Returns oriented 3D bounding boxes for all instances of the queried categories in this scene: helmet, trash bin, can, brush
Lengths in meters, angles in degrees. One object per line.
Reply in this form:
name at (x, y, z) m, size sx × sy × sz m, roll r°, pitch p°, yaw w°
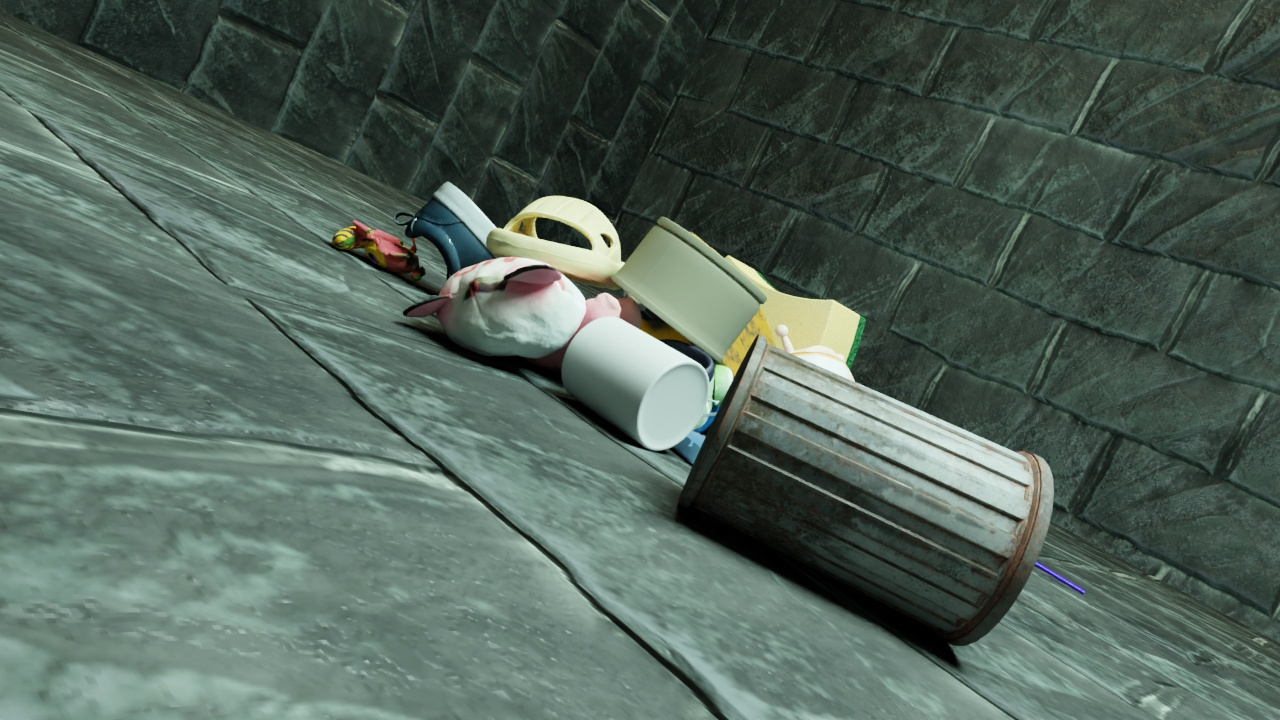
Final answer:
helmet at (0.064, -0.022, 1.097) m, size 0.255 × 0.132 × 0.205 m, roll 40°, pitch 33°, yaw -46°
trash bin at (0.145, 0.083, 0.585) m, size 0.211 × 0.131 × 0.130 m, roll 25°, pitch 5°, yaw 3°
can at (0.045, -0.065, 0.841) m, size 0.128 × 0.073 × 0.127 m, roll 37°, pitch 3°, yaw -3°
brush at (0.166, -0.016, 1.267) m, size 0.075 × 0.195 × 0.250 m, roll 22°, pitch 7°, yaw -40°

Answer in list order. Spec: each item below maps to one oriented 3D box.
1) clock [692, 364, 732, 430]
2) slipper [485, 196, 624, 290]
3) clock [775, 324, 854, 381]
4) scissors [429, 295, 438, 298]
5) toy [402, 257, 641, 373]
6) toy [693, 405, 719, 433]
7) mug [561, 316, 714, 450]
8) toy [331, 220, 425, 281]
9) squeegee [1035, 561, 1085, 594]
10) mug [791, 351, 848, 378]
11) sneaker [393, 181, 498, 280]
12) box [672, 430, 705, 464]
clock at (0.034, 0.027, 0.849) m, size 0.119 × 0.043 × 0.094 m, roll 17°, pitch 32°, yaw 30°
slipper at (-0.063, -0.118, 0.908) m, size 0.111 × 0.079 × 0.261 m, roll 16°, pitch 2°, yaw 11°
clock at (0.185, 0.056, 1.031) m, size 0.086 × 0.160 × 0.131 m, roll -23°, pitch -31°, yaw 38°
scissors at (-0.149, -0.037, 0.919) m, size 0.149 × 0.019 × 0.131 m, roll 25°, pitch 6°, yaw -2°
toy at (-0.092, -0.037, 0.798) m, size 0.142 × 0.084 × 0.213 m, roll -2°, pitch -11°, yaw 22°
toy at (0.076, 0.048, 0.937) m, size 0.113 × 0.071 × 0.176 m, roll 38°, pitch 6°, yaw 3°
mug at (0.008, 0.012, 0.760) m, size 0.111 × 0.079 × 0.097 m, roll -23°, pitch 38°, yaw -34°
toy at (-0.279, -0.122, 0.992) m, size 0.103 × 0.046 × 0.084 m, roll 21°, pitch 20°, yaw -10°
squeegee at (0.273, 0.153, 0.838) m, size 0.250 × 0.055 × 0.184 m, roll 32°, pitch 23°, yaw 30°
mug at (0.165, 0.055, 0.908) m, size 0.082 × 0.105 × 0.082 m, roll 3°, pitch -25°, yaw 1°
sneaker at (-0.162, -0.084, 0.987) m, size 0.235 × 0.087 × 0.089 m, roll 48°, pitch -5°, yaw -8°
box at (0.130, 0.081, 0.808) m, size 0.210 × 0.079 × 0.072 m, roll 23°, pitch 10°, yaw -34°
